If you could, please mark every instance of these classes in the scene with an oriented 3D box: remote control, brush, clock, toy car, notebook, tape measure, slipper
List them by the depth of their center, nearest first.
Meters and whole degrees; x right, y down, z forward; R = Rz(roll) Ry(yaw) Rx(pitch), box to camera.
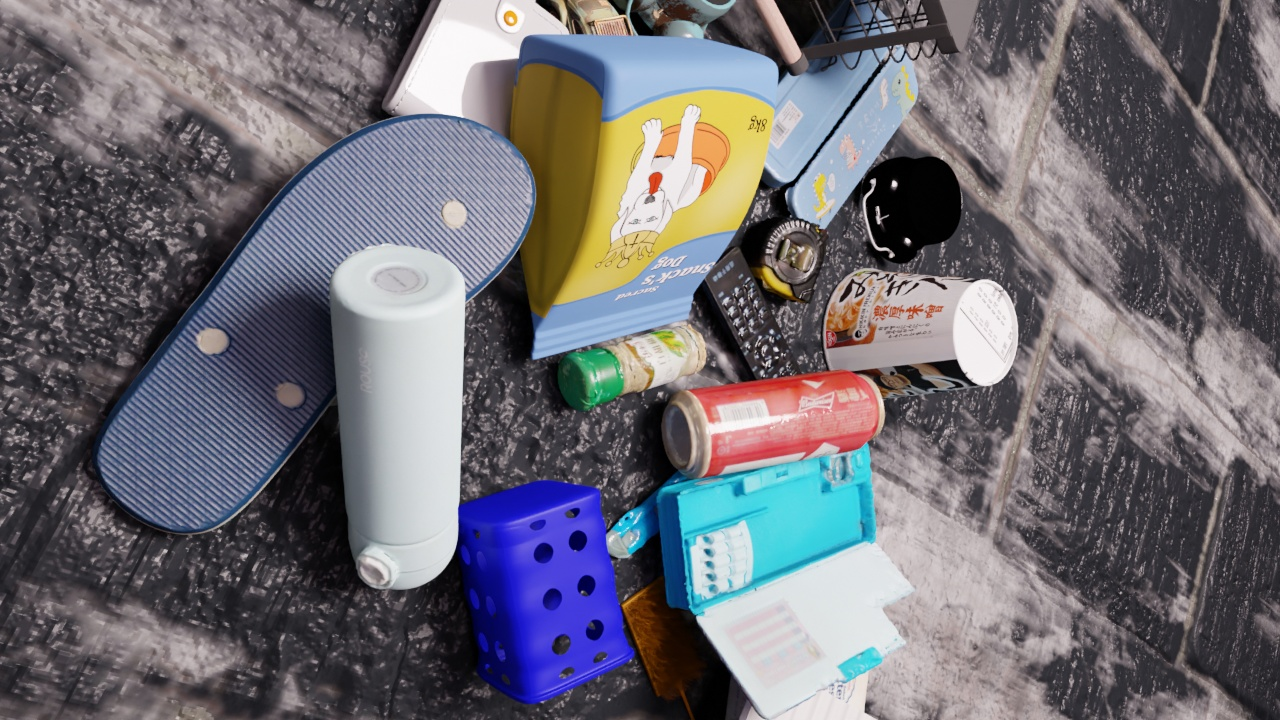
[{"bbox_3d":[-0.186,-0.030,0.530,0.118,0.060,0.294,45,79,-21],"label":"slipper"},{"bbox_3d":[-0.029,-0.215,0.641,0.047,0.047,0.112,-24,105,-33],"label":"toy car"},{"bbox_3d":[0.025,-0.274,0.671,0.090,0.053,0.124,41,56,-30],"label":"clock"},{"bbox_3d":[0.026,0.230,0.701,0.048,0.017,0.126,-29,106,-31],"label":"brush"},{"bbox_3d":[0.138,0.337,0.714,0.209,0.009,0.142,36,70,-30],"label":"notebook"},{"bbox_3d":[0.091,-0.018,0.744,0.047,0.022,0.150,-41,114,-28],"label":"remote control"},{"bbox_3d":[0.119,-0.086,0.746,0.062,0.038,0.067,18,92,-28],"label":"tape measure"},{"bbox_3d":[0.243,-0.139,0.834,0.120,0.043,0.091,-25,104,-32],"label":"clock"}]

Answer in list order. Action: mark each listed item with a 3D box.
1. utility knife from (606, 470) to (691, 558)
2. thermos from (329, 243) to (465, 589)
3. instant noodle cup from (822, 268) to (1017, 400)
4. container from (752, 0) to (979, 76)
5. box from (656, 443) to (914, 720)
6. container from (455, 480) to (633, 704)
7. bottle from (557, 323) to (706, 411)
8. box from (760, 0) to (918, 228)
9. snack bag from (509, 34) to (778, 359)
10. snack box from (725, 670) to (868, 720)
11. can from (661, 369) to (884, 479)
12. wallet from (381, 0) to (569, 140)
[{"bbox_3d":[0.035,0.095,0.709,0.174,0.015,0.031,-41,117,-29],"label":"utility knife"},{"bbox_3d":[-0.132,0.041,0.506,0.077,0.065,0.207,-68,171,-53],"label":"thermos"},{"bbox_3d":[0.244,-0.022,0.787,0.123,0.122,0.123,0,90,-35],"label":"instant noodle cup"},{"bbox_3d":[0.184,-0.356,0.709,0.163,0.130,0.240,44,59,-45],"label":"container"},{"bbox_3d":[0.123,0.163,0.725,0.226,0.072,0.182,-8,72,-40],"label":"box"},{"bbox_3d":[-0.067,0.144,0.596,0.084,0.085,0.113,-14,97,-35],"label":"container"},{"bbox_3d":[-0.004,0.004,0.664,0.110,0.043,0.043,-16,99,-34],"label":"bottle"},{"bbox_3d":[0.171,-0.212,0.790,0.127,0.034,0.208,47,67,-24],"label":"box"},{"bbox_3d":[-0.004,-0.108,0.621,0.158,0.102,0.206,-16,126,-41],"label":"snack bag"},{"bbox_3d":[0.123,0.313,0.745,0.104,0.058,0.207,12,84,-35],"label":"snack box"},{"bbox_3d":[0.103,0.047,0.706,0.170,0.067,0.067,-7,94,-23],"label":"can"},{"bbox_3d":[-0.093,-0.185,0.605,0.115,0.038,0.118,28,78,-32],"label":"wallet"}]
